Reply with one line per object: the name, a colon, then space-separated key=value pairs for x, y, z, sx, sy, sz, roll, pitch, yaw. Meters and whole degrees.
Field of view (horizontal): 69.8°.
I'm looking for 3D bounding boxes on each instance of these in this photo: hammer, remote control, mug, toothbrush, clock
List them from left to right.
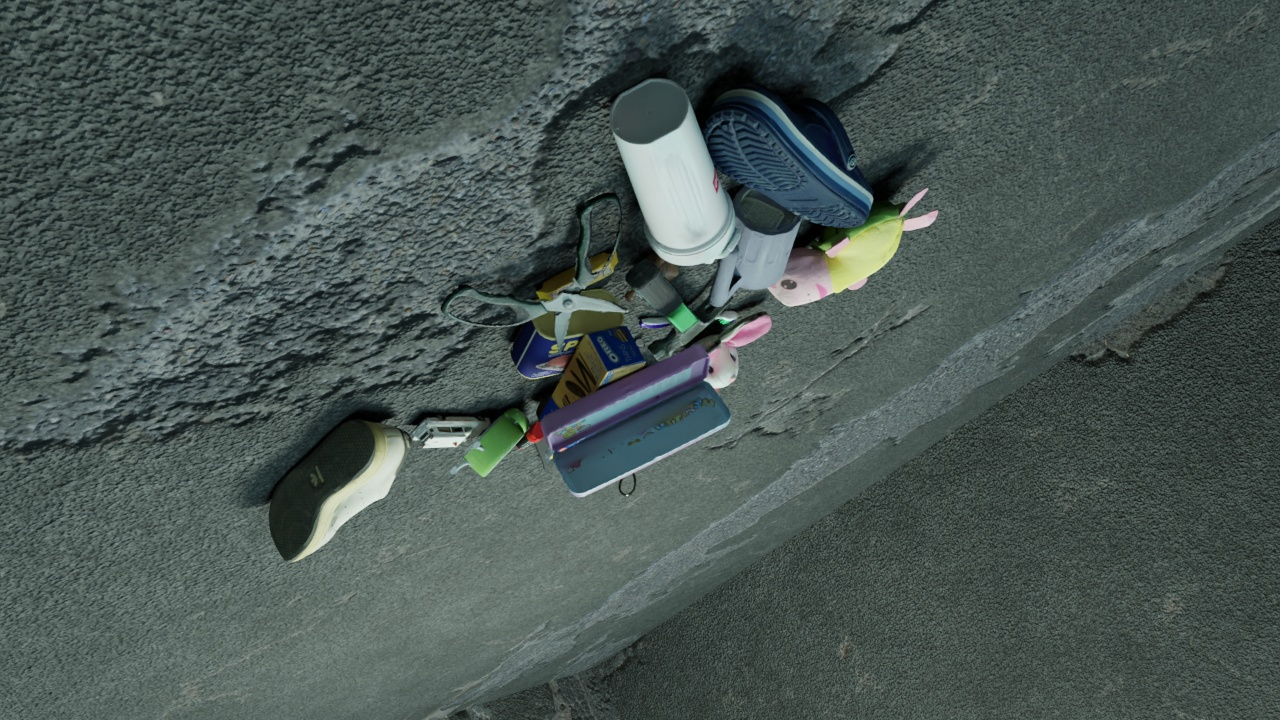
clock: x=-0.197 y=0.113 z=1.245 sx=0.095 sy=0.042 sz=0.119 roll=-44 pitch=-176 yaw=36
remote control: x=-0.142 y=0.131 z=1.402 sx=0.041 sy=0.020 sz=0.152 roll=-48 pitch=163 yaw=-18
hammer: x=0.036 y=-0.066 z=1.083 sx=0.130 sy=0.032 sz=0.318 roll=-38 pitch=166 yaw=6
toothbrush: x=0.068 y=-0.055 z=1.258 sx=0.186 sy=0.015 sz=0.016 roll=-7 pitch=153 yaw=-40
mug: x=0.125 y=-0.131 z=1.053 sx=0.123 sy=0.084 sz=0.104 roll=-47 pitch=164 yaw=-25

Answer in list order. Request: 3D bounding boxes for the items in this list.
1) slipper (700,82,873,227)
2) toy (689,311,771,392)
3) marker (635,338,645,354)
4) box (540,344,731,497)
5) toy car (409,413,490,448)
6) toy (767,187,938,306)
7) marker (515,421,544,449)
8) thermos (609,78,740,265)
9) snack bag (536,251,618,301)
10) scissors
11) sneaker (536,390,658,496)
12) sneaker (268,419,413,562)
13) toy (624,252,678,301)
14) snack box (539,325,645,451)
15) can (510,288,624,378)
slipper: x=0.155 y=-0.215 z=0.933 sx=0.252 sy=0.105 sz=0.095 roll=25 pitch=81 yaw=-45
toy: x=0.104 y=0.011 z=1.353 sx=0.158 sy=0.084 sz=0.195 roll=-31 pitch=161 yaw=-33
marker: x=-0.008 y=0.008 z=1.298 sx=0.021 sy=0.017 sz=0.124 roll=20 pitch=148 yaw=3
box: x=-0.001 y=0.075 z=1.064 sx=0.214 sy=0.092 sz=0.089 roll=-25 pitch=159 yaw=-11
toy car: x=-0.243 y=0.094 z=1.191 sx=0.039 sy=0.039 sz=0.113 roll=-41 pitch=154 yaw=26
toy: x=0.276 y=-0.147 z=1.206 sx=0.238 sy=0.087 sz=0.190 roll=-31 pitch=162 yaw=15
marker: x=-0.155 y=0.107 z=1.288 sx=0.021 sy=0.023 sz=0.145 roll=4 pitch=168 yaw=-16
thermos: x=0.035 y=-0.169 z=0.884 sx=0.099 sy=0.099 sz=0.220 roll=-29 pitch=153 yaw=2
snack bag: x=-0.069 y=-0.092 z=1.020 sx=0.099 sy=0.020 sz=0.026 roll=-27 pitch=156 yaw=-4
scissors: x=-0.098 y=-0.091 z=0.956 sx=0.201 sy=0.015 sz=0.202 roll=5 pitch=125 yaw=-21
sneaker: x=-0.016 y=0.104 z=1.280 sx=0.237 sy=0.143 sz=0.101 roll=-2 pitch=139 yaw=-35
sneaker: x=-0.368 y=0.156 z=1.139 sx=0.242 sy=0.089 sz=0.102 roll=-44 pitch=161 yaw=24
toy: x=0.022 y=-0.108 z=1.061 sx=0.102 sy=0.041 sz=0.054 roll=-49 pitch=168 yaw=27
snack box: x=-0.064 y=0.039 z=1.115 sx=0.057 sy=0.056 sz=0.207 roll=-16 pitch=156 yaw=-32
can: x=-0.089 y=-0.030 z=1.083 sx=0.116 sy=0.056 sz=0.092 roll=-12 pitch=154 yaw=-33
